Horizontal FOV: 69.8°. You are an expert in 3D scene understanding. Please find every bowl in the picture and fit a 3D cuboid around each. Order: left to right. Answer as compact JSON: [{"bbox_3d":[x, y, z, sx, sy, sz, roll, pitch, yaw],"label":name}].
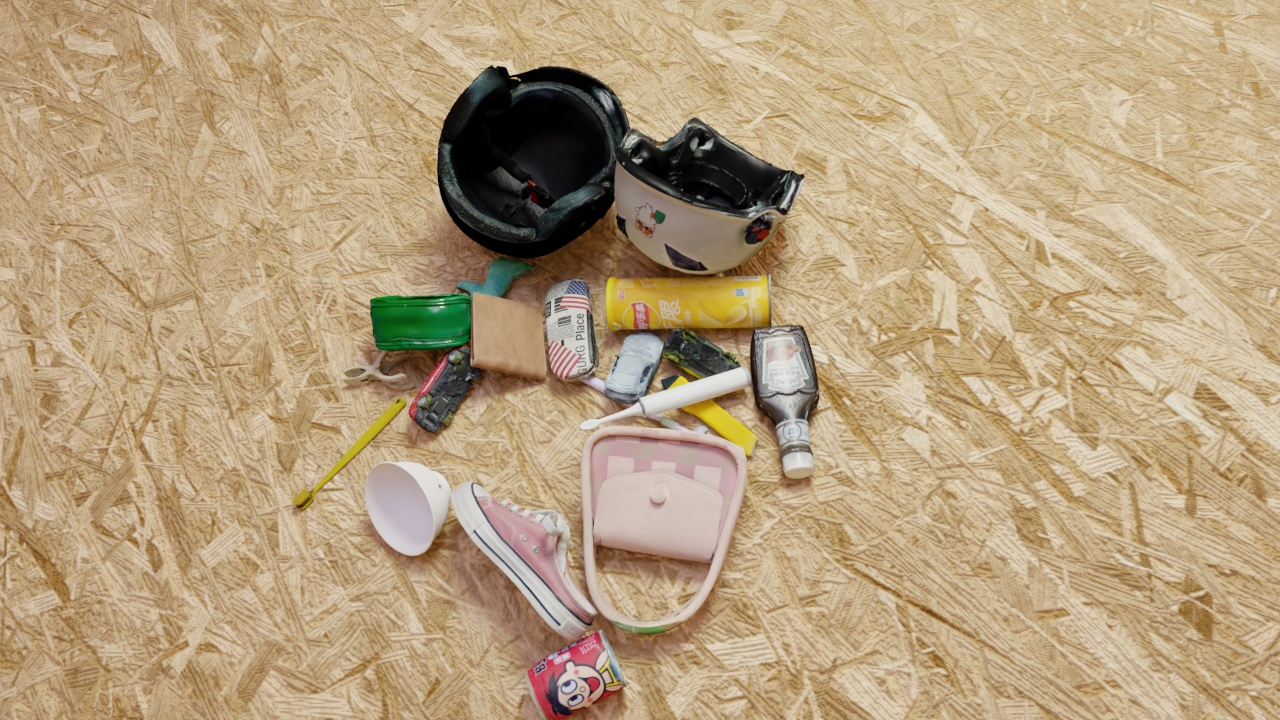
[{"bbox_3d":[-0.267,0.167,1.102,0.118,0.118,0.064,32,30,24],"label":"bowl"}]

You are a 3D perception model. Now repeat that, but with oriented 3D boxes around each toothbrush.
[{"bbox_3d":[-0.374,0.117,1.183,0.016,0.017,0.189,34,70,23],"label":"toothbrush"},{"bbox_3d":[0.000,0.056,1.160,0.189,0.029,0.021,25,104,22],"label":"toothbrush"},{"bbox_3d":[0.030,0.050,1.118,0.220,0.026,0.026,-17,76,-12],"label":"toothbrush"}]

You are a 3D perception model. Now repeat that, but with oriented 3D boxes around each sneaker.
[{"bbox_3d":[-0.121,0.205,1.036,0.088,0.118,0.241,-47,55,-5],"label":"sneaker"}]

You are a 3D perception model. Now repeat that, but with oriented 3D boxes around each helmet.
[{"bbox_3d":[-0.147,-0.265,1.249,0.274,0.231,0.233,-42,93,-20],"label":"helmet"},{"bbox_3d":[0.072,-0.195,1.193,0.230,0.157,0.273,32,38,20],"label":"helmet"}]

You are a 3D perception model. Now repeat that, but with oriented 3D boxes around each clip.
[{"bbox_3d":[-0.344,0.005,1.236,0.102,0.035,0.095,12,67,24],"label":"clip"}]

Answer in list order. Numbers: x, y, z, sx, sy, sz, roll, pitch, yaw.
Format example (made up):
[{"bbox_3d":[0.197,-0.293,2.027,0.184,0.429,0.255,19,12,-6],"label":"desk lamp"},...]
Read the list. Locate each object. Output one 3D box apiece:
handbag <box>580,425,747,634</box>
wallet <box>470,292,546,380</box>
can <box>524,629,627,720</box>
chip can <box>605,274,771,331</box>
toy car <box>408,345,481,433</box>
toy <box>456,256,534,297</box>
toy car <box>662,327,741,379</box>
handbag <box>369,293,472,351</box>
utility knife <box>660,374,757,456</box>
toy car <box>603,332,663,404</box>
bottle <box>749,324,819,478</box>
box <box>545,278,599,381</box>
[{"bbox_3d":[0.017,0.194,1.048,0.193,0.093,0.233,6,68,13],"label":"handbag"},{"bbox_3d":[-0.174,-0.032,1.207,0.101,0.020,0.115,13,53,-27],"label":"wallet"},{"bbox_3d":[-0.070,0.338,0.979,0.093,0.066,0.066,-25,60,-6],"label":"can"},{"bbox_3d":[0.064,-0.076,1.196,0.213,0.072,0.072,-2,60,8],"label":"chip can"},{"bbox_3d":[-0.255,0.035,1.191,0.045,0.053,0.120,16,66,45],"label":"toy car"},{"bbox_3d":[-0.207,-0.110,1.283,0.096,0.030,0.091,16,61,23],"label":"toy"},{"bbox_3d":[0.078,0.000,1.173,0.105,0.032,0.048,30,73,10],"label":"toy car"},{"bbox_3d":[-0.284,-0.054,1.220,0.131,0.120,0.068,-1,99,13],"label":"handbag"},{"bbox_3d":[0.085,0.068,1.142,0.156,0.015,0.033,39,79,25],"label":"utility knife"},{"bbox_3d":[-0.007,0.007,1.169,0.054,0.037,0.120,12,46,14],"label":"toy car"},{"bbox_3d":[0.180,0.049,1.123,0.080,0.044,0.194,-5,60,3],"label":"bottle"},{"bbox_3d":[-0.091,-0.040,1.218,0.069,0.052,0.164,-4,55,-4],"label":"box"}]
